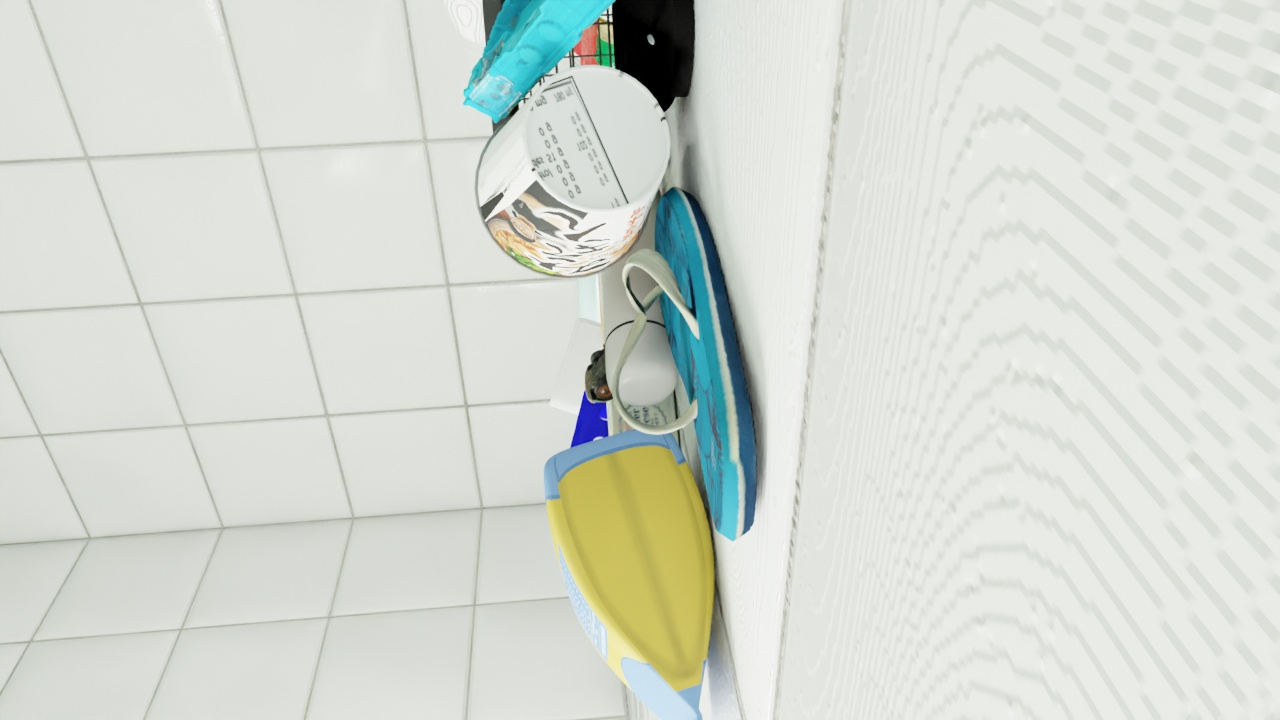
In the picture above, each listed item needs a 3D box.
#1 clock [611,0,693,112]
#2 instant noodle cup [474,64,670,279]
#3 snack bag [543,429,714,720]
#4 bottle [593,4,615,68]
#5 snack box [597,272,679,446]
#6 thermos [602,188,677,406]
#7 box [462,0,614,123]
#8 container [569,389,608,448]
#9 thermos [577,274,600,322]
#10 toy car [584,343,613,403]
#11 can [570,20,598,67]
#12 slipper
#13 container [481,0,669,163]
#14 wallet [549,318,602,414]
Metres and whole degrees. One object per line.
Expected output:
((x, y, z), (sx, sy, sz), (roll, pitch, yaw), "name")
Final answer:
((0.005, -0.208, 0.583), (0.121, 0.042, 0.091), (149, 117, -86), "clock")
((-0.038, -0.122, 0.578), (0.122, 0.123, 0.123), (164, 102, -76), "instant noodle cup")
((0.005, 0.172, 0.644), (0.159, 0.102, 0.205), (94, 159, -63), "snack bag")
((-0.025, -0.343, 0.905), (0.111, 0.043, 0.043), (92, 173, -54), "bottle")
((-0.005, 0.005, 0.841), (0.104, 0.057, 0.207), (96, 170, -68), "snack box")
((-0.003, -0.059, 0.705), (0.052, 0.052, 0.223), (90, 177, -46), "thermos")
((-0.047, -0.260, 0.536), (0.228, 0.071, 0.182), (-16, 75, 61), "box")
((-0.030, 0.097, 0.903), (0.085, 0.085, 0.113), (109, 174, -67), "container")
((-0.052, -0.099, 1.231), (0.077, 0.065, 0.207), (-36, -41, -40), "thermos")
((0.001, -0.005, 0.750), (0.112, 0.047, 0.047), (-44, 33, 28), "toy car")
((-0.044, -0.364, 0.977), (0.170, 0.067, 0.067), (93, 172, -62), "can")
((0.015, -0.016, 0.527), (0.294, 0.060, 0.118), (-99, 10, -57), "slipper")
((-0.053, -0.270, 0.727), (0.162, 0.130, 0.241), (-112, 19, -79), "container")
((-0.037, 0.016, 1.107), (0.037, 0.115, 0.118), (122, 165, -84), "wallet")
